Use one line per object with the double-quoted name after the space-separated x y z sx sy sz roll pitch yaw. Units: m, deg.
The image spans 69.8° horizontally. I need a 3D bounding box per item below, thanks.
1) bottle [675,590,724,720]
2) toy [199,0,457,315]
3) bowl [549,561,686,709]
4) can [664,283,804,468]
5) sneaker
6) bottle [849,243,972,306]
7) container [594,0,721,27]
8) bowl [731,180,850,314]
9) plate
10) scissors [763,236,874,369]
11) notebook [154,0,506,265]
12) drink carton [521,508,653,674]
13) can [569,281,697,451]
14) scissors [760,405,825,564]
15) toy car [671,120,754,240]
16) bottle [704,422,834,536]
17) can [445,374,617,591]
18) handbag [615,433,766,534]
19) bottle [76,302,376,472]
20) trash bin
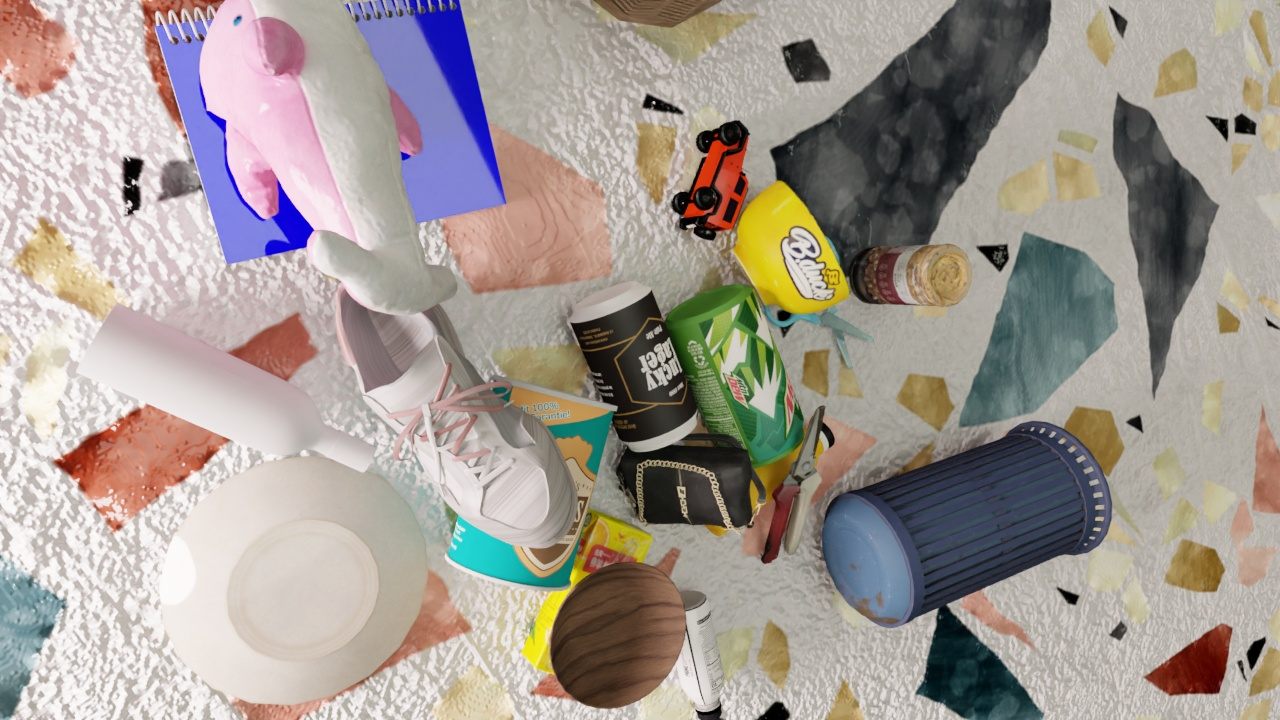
0.051 0.268 0.823 0.041 0.041 0.116 -17 102 -23 "bottle"
-0.218 -0.139 0.596 0.128 0.186 0.265 -27 81 14 "toy"
-0.023 0.216 0.740 0.119 0.032 0.119 -3 97 -26 "bowl"
0.083 0.014 0.792 0.083 0.083 0.144 -30 106 -20 "can"
-0.137 0.034 0.630 0.099 0.089 0.236 -42 77 6 "sneaker"
0.248 -0.079 0.850 0.056 0.105 0.056 -2 95 -25 "bottle"
0.046 -0.368 0.678 0.226 0.196 0.227 -2 95 -25 "container"
0.121 -0.088 0.791 0.068 0.117 0.117 -31 108 5 "bowl"
-0.250 0.166 0.678 0.188 0.027 0.189 -2 96 -25 "plate"
0.166 -0.044 0.865 0.117 0.015 0.139 -26 100 -21 "scissors"
-0.217 -0.177 0.669 0.208 0.022 0.172 -17 103 -23 "notebook"
-0.044 0.196 0.770 0.058 0.043 0.134 26 83 -24 "drink carton"
-0.004 0.004 0.756 0.071 0.072 0.128 -28 106 -21 "can"
0.133 0.115 0.808 0.140 0.015 0.189 -38 139 1 "scissors"
0.066 -0.155 0.787 0.048 0.051 0.100 23 85 -22 "toy car"
0.116 0.103 0.838 0.143 0.043 0.043 -32 107 -20 "bottle"
-0.084 0.093 0.711 0.099 0.099 0.144 16 88 -26 "can"
0.042 0.107 0.776 0.054 0.129 0.079 -57 143 -56 "handbag"
-0.278 0.029 0.639 0.195 0.052 0.052 30 82 -25 "bottle"
0.306 0.157 0.882 0.249 0.139 0.139 -15 101 -22 "trash bin"
